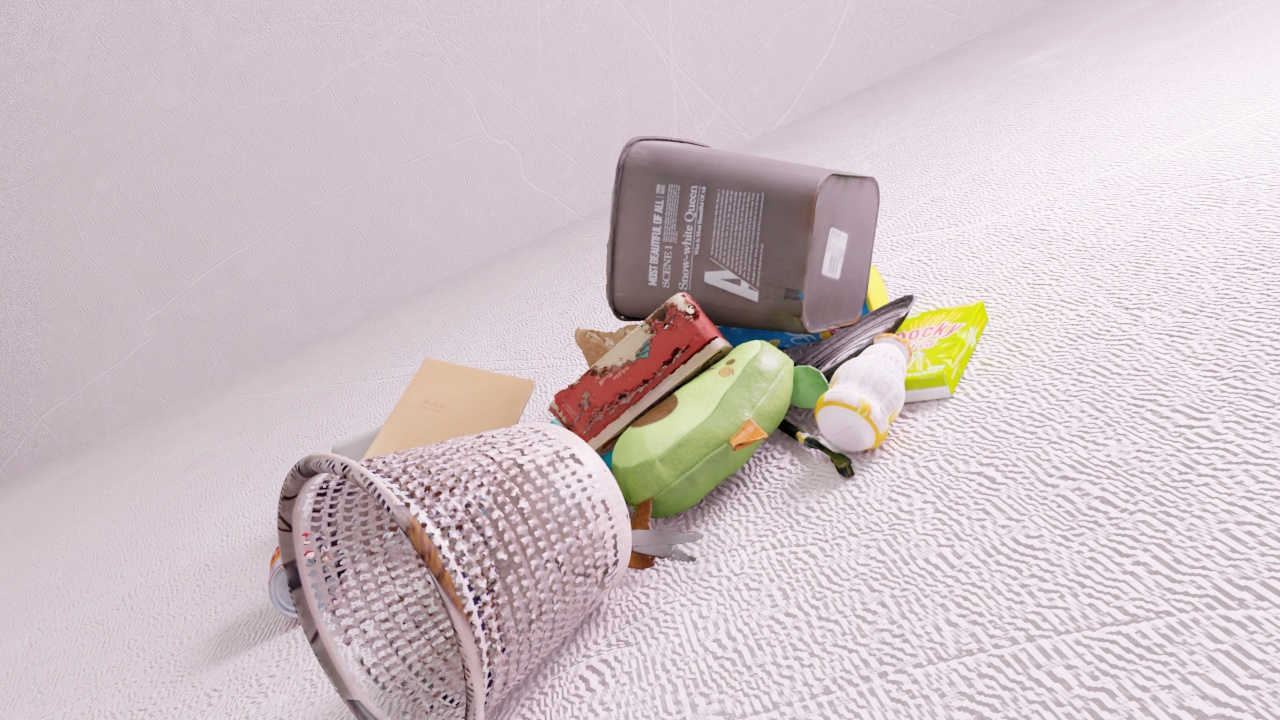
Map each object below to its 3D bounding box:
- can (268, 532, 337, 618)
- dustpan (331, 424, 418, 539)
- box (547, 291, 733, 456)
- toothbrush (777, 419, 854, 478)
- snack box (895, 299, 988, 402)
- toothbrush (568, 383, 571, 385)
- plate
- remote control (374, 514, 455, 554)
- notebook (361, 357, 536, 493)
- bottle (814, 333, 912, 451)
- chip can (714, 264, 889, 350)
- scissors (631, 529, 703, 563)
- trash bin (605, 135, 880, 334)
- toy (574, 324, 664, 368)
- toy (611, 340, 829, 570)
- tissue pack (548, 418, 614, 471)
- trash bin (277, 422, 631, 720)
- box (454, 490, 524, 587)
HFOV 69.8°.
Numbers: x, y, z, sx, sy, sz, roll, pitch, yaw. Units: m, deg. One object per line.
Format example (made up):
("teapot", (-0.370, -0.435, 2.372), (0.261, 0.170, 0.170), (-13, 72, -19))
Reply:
("can", (-0.355, 0.223, 0.966), (0.066, 0.066, 0.094), (-29, 17, -14))
("dustpan", (-0.281, 0.149, 1.193), (0.223, 0.142, 0.257), (-20, -12, 15))
("box", (-0.004, 0.009, 0.859), (0.168, 0.080, 0.091), (-40, -10, 8))
("toothbrush", (0.146, 0.071, 0.822), (0.012, 0.017, 0.186), (-29, 15, -7))
("snack box", (0.269, -0.008, 0.868), (0.086, 0.026, 0.156), (-11, 21, 38))
("toothbrush", (-0.067, 0.067, 0.949), (0.020, 0.029, 0.189), (12, 15, -12))
("plate", (0.199, -0.005, 0.905), (0.179, 0.024, 0.179), (-35, 2, 1))
("remote control", (-0.232, 0.186, 0.989), (0.135, 0.019, 0.056), (-7, 24, 45))
("notebook", (-0.227, 0.081, 1.087), (0.149, 0.012, 0.210), (13, 43, 7))
("bottle", (0.194, 0.024, 0.780), (0.063, 0.063, 0.108), (-5, 39, 49))
("chip can", (0.173, -0.048, 1.050), (0.211, 0.071, 0.071), (-15, 19, 31))
("scissors", (-0.015, 0.152, 0.735), (0.147, 0.014, 0.172), (-58, 38, 16))
("trash bin", (0.108, -0.123, 0.945), (0.220, 0.199, 0.198), (14, 15, 35))
("toy", (-0.006, 0.006, 1.035), (0.082, 0.143, 0.226), (-51, 23, -16))
("toy", (0.047, 0.070, 0.811), (0.246, 0.090, 0.227), (-42, 17, -14))
("tissue pack", (-0.050, 0.080, 1.005), (0.093, 0.050, 0.134), (-33, 18, -19))
("trash bin", (-0.121, 0.143, 0.672), (0.228, 0.227, 0.191), (-8, 11, 44))
("box", (-0.114, 0.145, 0.880), (0.090, 0.061, 0.184), (-22, 15, 10))
